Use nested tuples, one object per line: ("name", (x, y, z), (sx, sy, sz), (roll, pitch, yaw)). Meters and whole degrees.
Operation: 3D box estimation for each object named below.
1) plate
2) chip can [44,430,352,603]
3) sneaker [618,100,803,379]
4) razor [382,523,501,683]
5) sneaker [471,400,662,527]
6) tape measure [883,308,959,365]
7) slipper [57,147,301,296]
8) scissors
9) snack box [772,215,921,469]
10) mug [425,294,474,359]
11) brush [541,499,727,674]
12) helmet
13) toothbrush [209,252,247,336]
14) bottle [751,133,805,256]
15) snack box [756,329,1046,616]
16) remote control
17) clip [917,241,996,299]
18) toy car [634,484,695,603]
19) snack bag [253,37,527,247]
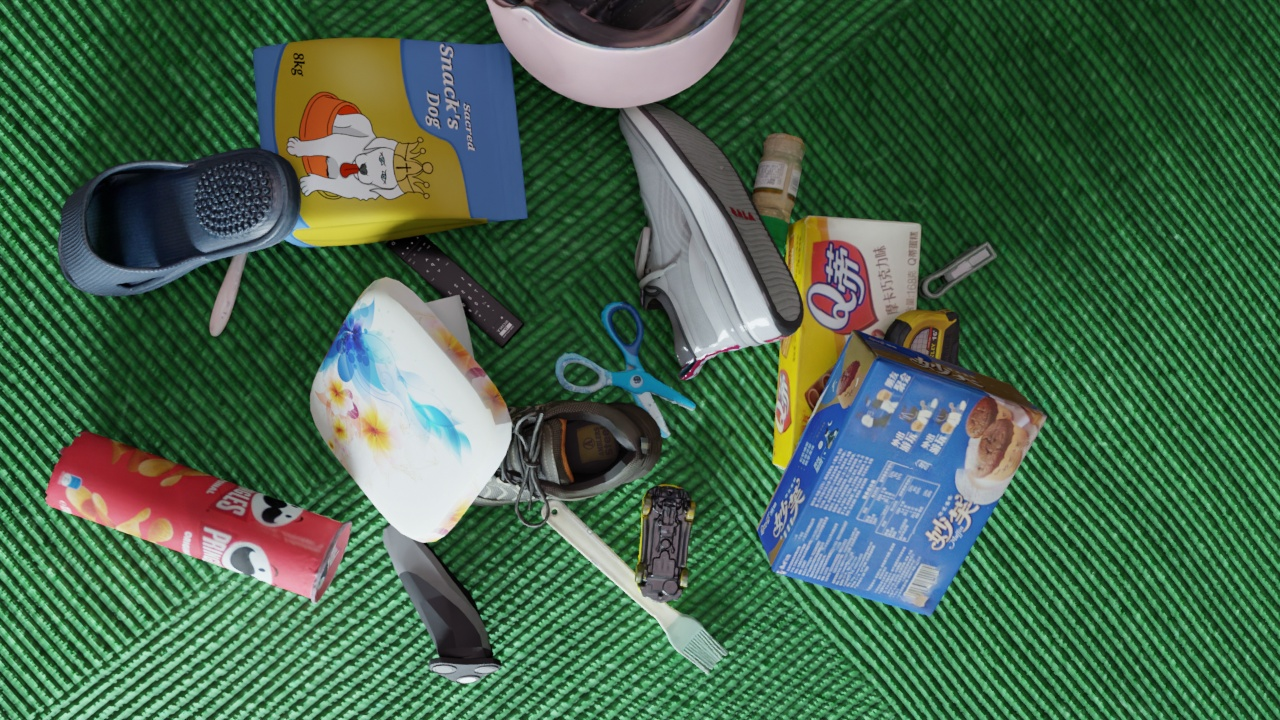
("plate", (-0.198, 0.046, 0.752), (0.187, 0.016, 0.187), (47, 122, 14))
("chip can", (-0.370, 0.131, 0.776), (0.233, 0.073, 0.073), (21, 87, -4))
("sneaker", (0.033, -0.112, 0.814), (0.129, 0.096, 0.263), (-35, 74, 31))
("razor", (-0.179, 0.209, 0.804), (0.057, 0.060, 0.156), (-37, 73, 36))
("sneaker", (-0.097, 0.084, 0.765), (0.238, 0.143, 0.101), (-5, 90, -2))
("tape measure", (0.240, -0.011, 0.790), (0.064, 0.037, 0.065), (-8, 104, -12))
("slipper", (-0.391, -0.115, 0.723), (0.264, 0.082, 0.101), (-9, 88, 23))
("scissors", (-0.002, 0.006, 0.842), (0.140, 0.013, 0.114), (25, 90, -2))
("snack box", (0.185, -0.012, 0.836), (0.110, 0.062, 0.230), (4, 90, -6))
("mug", (-0.199, -0.002, 0.798), (0.114, 0.080, 0.087), (-11, 97, 25))
("brush", (-0.008, 0.205, 0.841), (0.217, 0.012, 0.033), (43, 85, -2))
("helmet", (-0.020, -0.318, 0.768), (0.230, 0.153, 0.255), (-25, 65, -7))
("toothbrush", (-0.348, -0.108, 0.808), (0.015, 0.018, 0.181), (17, 88, -5))
("bottle", (0.122, -0.150, 0.842), (0.043, 0.043, 0.111), (12, 87, -5))
("snack box", (0.211, 0.097, 0.767), (0.155, 0.069, 0.203), (18, 110, -11))
("remote control", (-0.167, -0.068, 0.828), (0.140, 0.009, 0.030), (42, 86, -4))
("clip", (0.297, -0.084, 0.857), (0.078, 0.049, 0.023), (-35, 91, -11))
("toy car", (0.021, 0.166, 0.833), (0.049, 0.030, 0.106), (8, 81, -7))
("snack bag", (-0.206, -0.185, 0.775), (0.205, 0.102, 0.159), (-6, 88, -3))
